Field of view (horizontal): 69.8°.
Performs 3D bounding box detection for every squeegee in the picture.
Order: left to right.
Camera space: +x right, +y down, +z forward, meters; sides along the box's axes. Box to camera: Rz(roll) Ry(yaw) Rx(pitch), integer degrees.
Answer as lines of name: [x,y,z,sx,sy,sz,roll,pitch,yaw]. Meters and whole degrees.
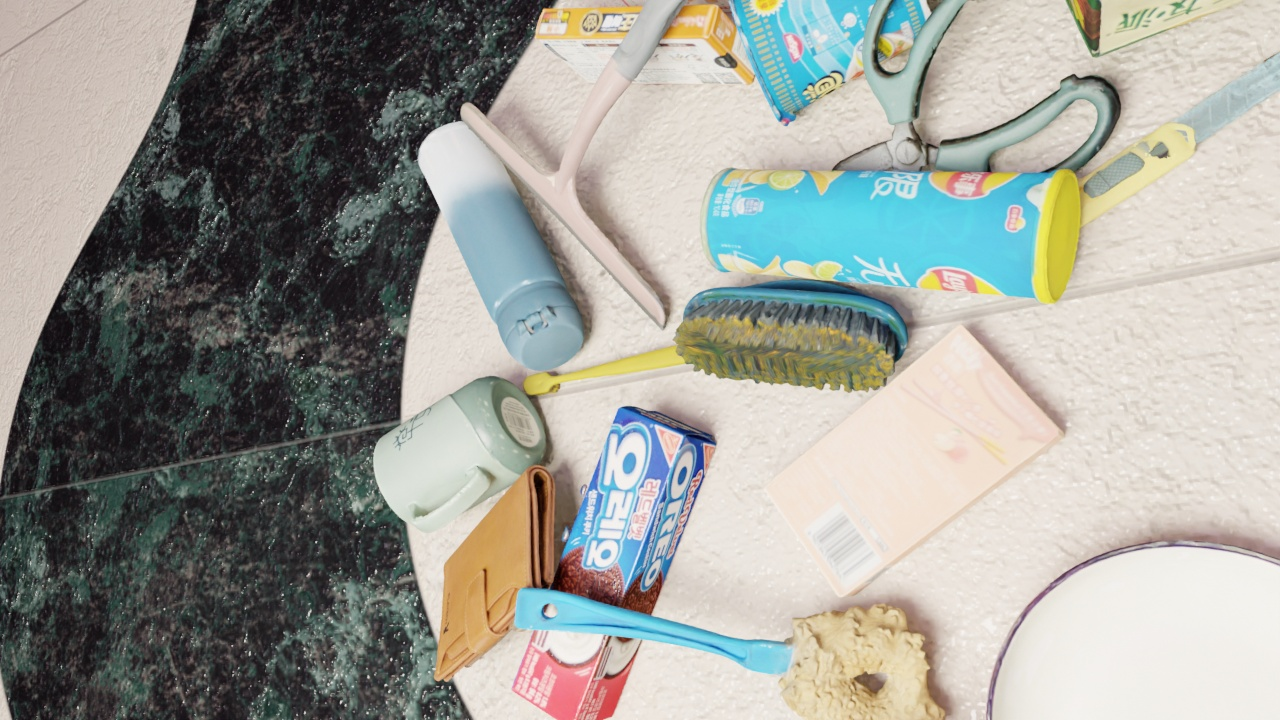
squeegee: [-0.013,-0.190,0.622,0.247,0.040,0.250,47,123,19]

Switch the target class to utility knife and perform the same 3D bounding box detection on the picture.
utility knife: [0.269,-0.104,0.522,0.213,0.022,0.031,-33,66,17]

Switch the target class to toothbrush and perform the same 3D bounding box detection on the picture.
toothbrush: [-0.004,0.004,0.662,0.190,0.016,0.015,-12,72,28]

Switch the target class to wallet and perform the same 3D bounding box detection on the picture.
wallet: [-0.103,0.151,0.641,0.132,0.031,0.107,-48,31,34]

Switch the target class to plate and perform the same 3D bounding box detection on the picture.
plate: [0.261,0.182,0.425,0.193,0.039,0.192,-6,68,16]

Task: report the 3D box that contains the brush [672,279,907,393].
brush: [0.095,-0.022,0.576,0.144,0.055,0.073,6,41,26]

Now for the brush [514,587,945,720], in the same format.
brush: [0.047,0.167,0.536,0.255,0.045,0.083,7,94,15]

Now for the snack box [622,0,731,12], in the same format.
snack box: [0.044,-0.280,0.659,0.156,0.077,0.027,12,85,33]

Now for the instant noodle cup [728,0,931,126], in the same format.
instant noodle cup: [0.125,-0.219,0.593,0.110,0.099,0.099,-21,69,18]

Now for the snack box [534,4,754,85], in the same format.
snack box: [0.003,-0.230,0.674,0.154,0.075,0.026,13,85,33]

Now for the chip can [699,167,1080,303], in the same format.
chip can: [0.141,-0.079,0.547,0.211,0.071,0.071,10,84,36]

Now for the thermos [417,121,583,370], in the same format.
thermos: [-0.110,-0.090,0.717,0.070,0.070,0.220,-38,61,19]

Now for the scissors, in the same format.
scissors: [0.198,-0.146,0.543,0.181,0.019,0.170,20,118,17]

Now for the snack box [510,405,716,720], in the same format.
snack box: [-0.017,0.135,0.615,0.058,0.057,0.207,21,90,30]

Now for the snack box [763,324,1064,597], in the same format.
snack box: [0.156,0.061,0.543,0.157,0.026,0.084,-42,60,16]

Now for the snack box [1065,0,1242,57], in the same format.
snack box: [0.270,-0.297,0.513,0.115,0.063,0.239,-19,64,19]

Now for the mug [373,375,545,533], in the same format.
mug: [-0.132,0.074,0.672,0.106,0.082,0.111,-30,29,19]
